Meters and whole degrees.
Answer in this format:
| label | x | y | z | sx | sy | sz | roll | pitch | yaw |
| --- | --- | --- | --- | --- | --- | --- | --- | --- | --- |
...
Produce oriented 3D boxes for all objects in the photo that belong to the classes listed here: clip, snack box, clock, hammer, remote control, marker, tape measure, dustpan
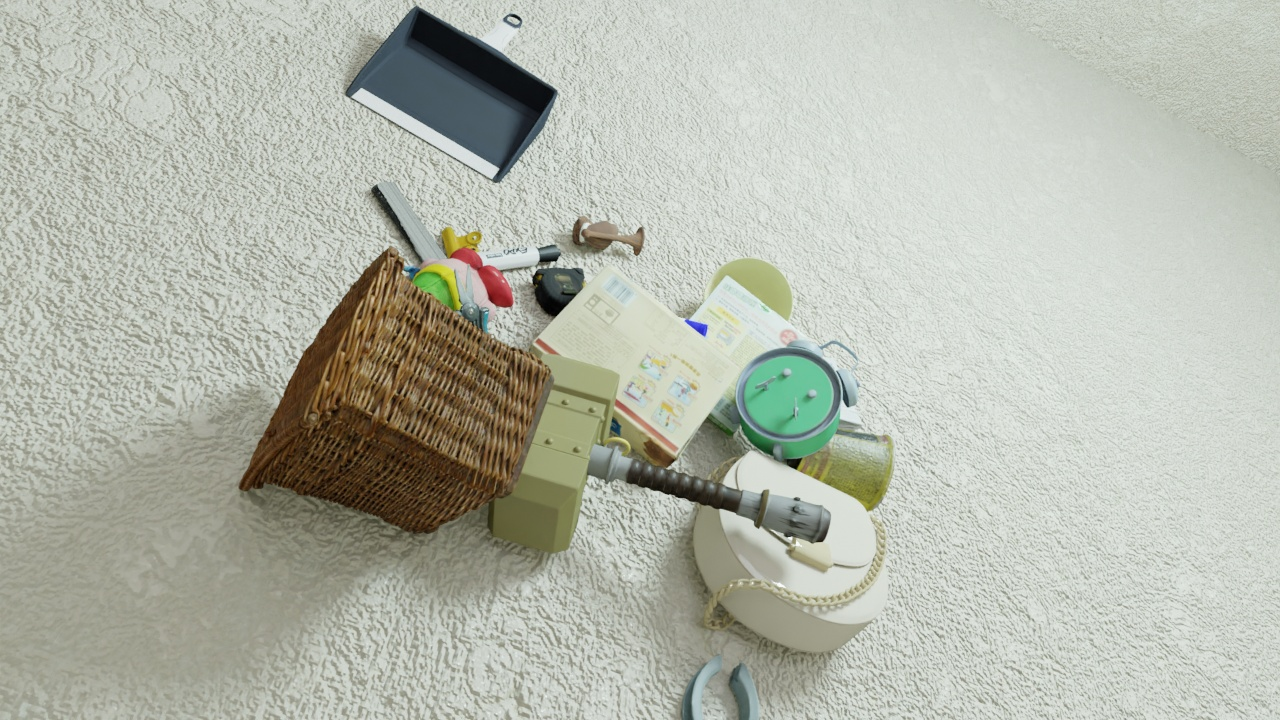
| label | x | y | z | sx | sy | sz | roll | pitch | yaw |
| --- | --- | --- | --- | --- | --- | --- | --- | --- | --- |
| clip | 0.057 | 0.350 | 0.860 | 0.108 | 0.028 | 0.162 | 22 | 44 | -11 |
| clip | -0.216 | -0.144 | 1.121 | 0.046 | 0.035 | 0.053 | -4 | 54 | -25 |
| snack box | 0.111 | -0.008 | 1.157 | 0.132 | 0.027 | 0.167 | 38 | 68 | 4 |
| clock | 0.188 | 0.036 | 1.081 | 0.161 | 0.075 | 0.122 | -40 | 62 | -12 |
| hammer | 0.029 | 0.123 | 0.920 | 0.325 | 0.101 | 0.189 | 16 | 44 | 4 |
| remote control | -0.281 | -0.165 | 1.111 | 0.033 | 0.013 | 0.136 | -22 | 68 | -40 |
| marker | -0.154 | -0.129 | 1.148 | 0.125 | 0.025 | 0.025 | -13 | 61 | -38 |
| marker | 0.014 | -0.052 | 1.145 | 0.142 | 0.020 | 0.020 | 15 | 41 | 16 |
| tape measure | -0.097 | -0.086 | 1.135 | 0.067 | 0.038 | 0.062 | 1 | 53 | -31 |
| snack box | -0.006 | 0.006 | 1.072 | 0.207 | 0.055 | 0.153 | 38 | 59 | 3 |
| dustpan | -0.237 | -0.405 | 1.296 | 0.236 | 0.080 | 0.272 | 30 | 44 | -5 |

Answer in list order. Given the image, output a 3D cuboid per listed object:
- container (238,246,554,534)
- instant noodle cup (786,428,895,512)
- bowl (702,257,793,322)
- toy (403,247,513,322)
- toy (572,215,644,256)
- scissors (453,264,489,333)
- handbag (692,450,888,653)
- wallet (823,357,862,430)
| label | x | y | z | sx | sy | sz | roll | pitch | yaw |
| --- | --- | --- | --- | --- | --- | --- | --- | --- | --- |
| container | -0.209 | 0.050 | 0.799 | 0.183 | 0.251 | 0.161 | 30 | 58 | -21 |
| instant noodle cup | 0.243 | 0.124 | 1.125 | 0.108 | 0.102 | 0.102 | 18 | 46 | -6 |
| bowl | 0.143 | -0.075 | 1.238 | 0.118 | 0.118 | 0.074 | 39 | 2 | 4 |
| toy | -0.225 | -0.080 | 1.022 | 0.131 | 0.097 | 0.124 | -39 | 71 | -26 |
| toy | -0.049 | -0.168 | 1.232 | 0.101 | 0.041 | 0.055 | 2 | 13 | -41 |
| scissors | -0.182 | -0.021 | 0.996 | 0.149 | 0.019 | 0.122 | 51 | 61 | -29 |
| handbag | 0.161 | 0.212 | 1.003 | 0.210 | 0.104 | 0.208 | 26 | 36 | -10 |
| wallet | 0.250 | 0.043 | 1.242 | 0.086 | 0.032 | 0.116 | 15 | 44 | -35 |
